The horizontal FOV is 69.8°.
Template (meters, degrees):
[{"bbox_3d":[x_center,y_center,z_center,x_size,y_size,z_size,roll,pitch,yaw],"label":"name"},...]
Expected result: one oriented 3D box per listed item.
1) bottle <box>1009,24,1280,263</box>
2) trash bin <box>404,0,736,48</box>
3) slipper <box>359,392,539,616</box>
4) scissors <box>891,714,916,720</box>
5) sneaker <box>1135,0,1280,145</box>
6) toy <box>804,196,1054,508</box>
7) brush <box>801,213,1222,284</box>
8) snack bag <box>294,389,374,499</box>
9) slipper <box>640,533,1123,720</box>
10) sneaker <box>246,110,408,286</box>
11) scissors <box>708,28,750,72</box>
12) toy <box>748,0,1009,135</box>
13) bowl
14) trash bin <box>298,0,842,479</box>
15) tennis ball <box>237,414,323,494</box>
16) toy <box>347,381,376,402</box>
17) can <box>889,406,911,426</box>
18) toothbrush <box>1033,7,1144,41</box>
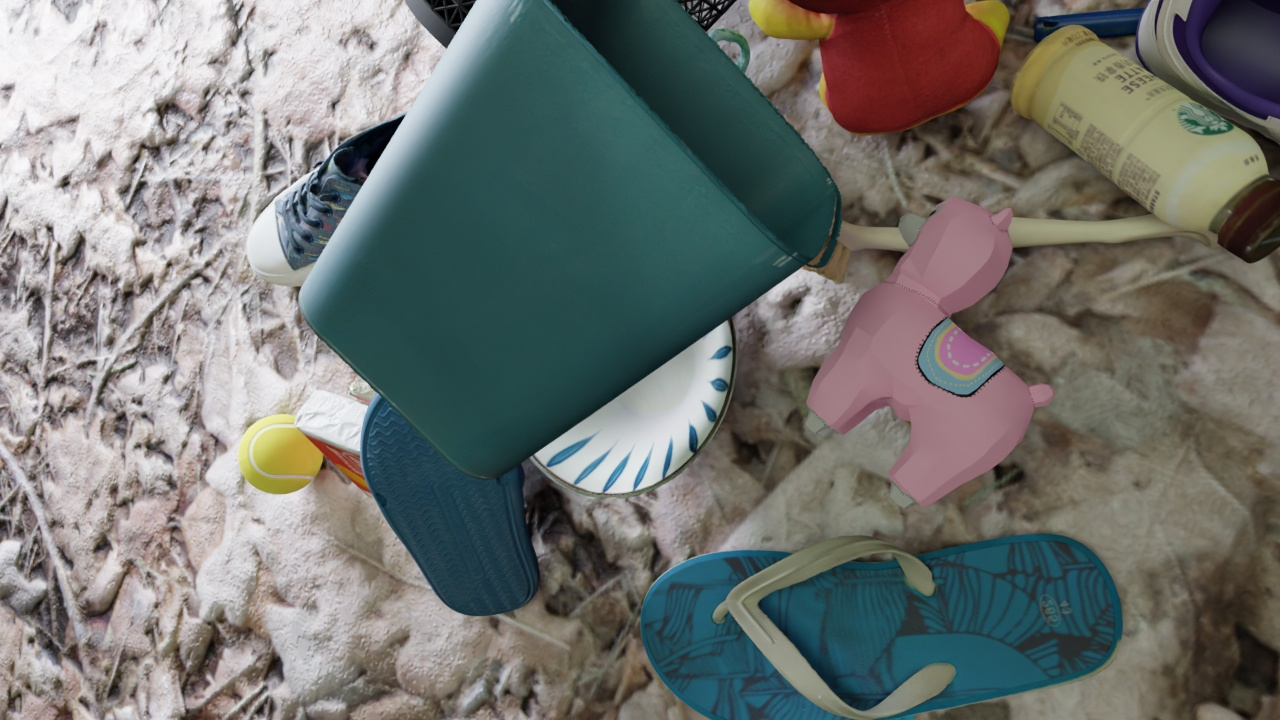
[{"bbox_3d":[0.278,-0.118,0.497,0.057,0.056,0.162,-45,57,14],"label":"bottle"},{"bbox_3d":[-0.016,-0.288,0.584,0.217,0.216,0.244,48,111,19],"label":"trash bin"},{"bbox_3d":[-0.128,0.093,0.640,0.104,0.059,0.214,-9,120,2],"label":"slipper"},{"bbox_3d":[0.118,0.251,0.586,0.128,0.014,0.133,-20,80,22],"label":"scissors"},{"bbox_3d":[0.358,-0.123,0.443,0.244,0.111,0.092,43,109,15],"label":"sneaker"},{"bbox_3d":[0.162,-0.006,0.498,0.123,0.067,0.157,40,95,19],"label":"toy"},{"bbox_3d":[0.199,-0.080,0.555,0.273,0.061,0.077,6,105,20],"label":"brush"},{"bbox_3d":[-0.197,0.072,0.682,0.077,0.116,0.036,16,61,25],"label":"snack bag"},{"bbox_3d":[0.130,0.164,0.555,0.295,0.060,0.118,-13,75,21],"label":"slipper"},{"bbox_3d":[-0.239,-0.136,0.732,0.236,0.079,0.087,-26,77,20],"label":"sneaker"},{"bbox_3d":[0.041,-0.168,0.592,0.128,0.125,0.011,-43,53,47],"label":"scissors"},{"bbox_3d":[0.130,-0.216,0.502,0.148,0.216,0.098,-23,54,19],"label":"toy"},{"bbox_3d":[-0.004,0.004,0.620,0.178,0.070,0.177,-4,82,29],"label":"bowl"},{"bbox_3d":[-0.042,-0.071,0.489,0.199,0.196,0.219,46,117,-6],"label":"trash bin"},{"bbox_3d":[-0.293,0.077,0.750,0.065,0.065,0.065,-2,86,23],"label":"tennis ball"},{"bbox_3d":[-0.162,0.022,0.692,0.112,0.087,0.050,9,120,-17],"label":"toy"},{"bbox_3d":[0.179,0.013,0.554,0.059,0.054,0.100,-47,71,12],"label":"can"},{"bbox_3d":[0.327,-0.198,0.521,0.190,0.017,0.016,3,88,24],"label":"toothbrush"}]
